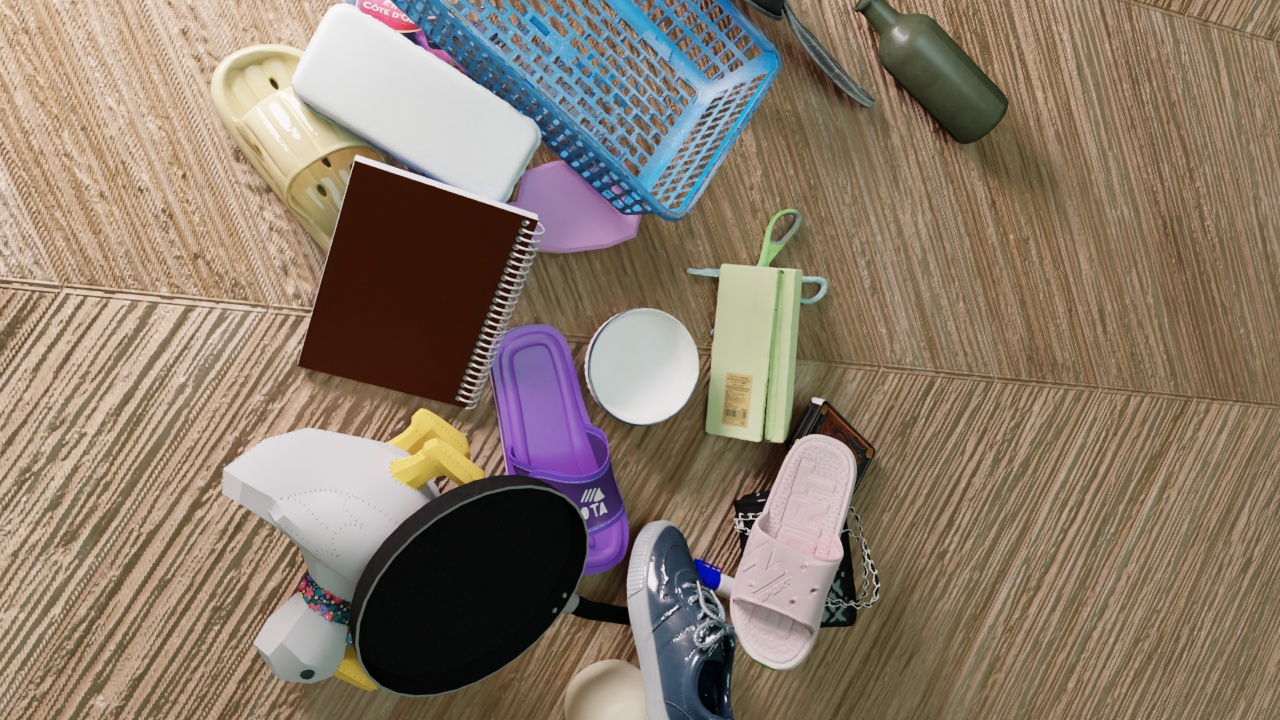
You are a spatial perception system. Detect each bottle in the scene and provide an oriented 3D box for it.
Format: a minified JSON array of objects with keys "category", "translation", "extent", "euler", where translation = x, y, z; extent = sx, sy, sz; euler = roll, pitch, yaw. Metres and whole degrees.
[{"category":"bottle","translation":[0.323,-0.336,1.036],"extent":[0.207,0.071,0.071],"euler":[38,80,-17]}]

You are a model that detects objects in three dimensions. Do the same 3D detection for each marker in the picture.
[{"category":"marker","translation":[0.113,0.255,1.011],"extent":[0.133,0.023,0.027],"euler":[27,76,-18]}]

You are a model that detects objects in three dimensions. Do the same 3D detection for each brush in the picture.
[{"category":"brush","translation":[-0.112,-0.145,0.899],"extent":[0.228,0.043,0.089],"euler":[-10,94,-21]}]

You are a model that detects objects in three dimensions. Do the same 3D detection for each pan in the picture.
[{"category":"pan","translation":[-0.108,0.219,0.858],"extent":[0.356,0.034,0.225],"euler":[27,99,-48]},{"category":"pan","translation":[0.137,-0.371,0.942],"extent":[0.356,0.187,0.055],"euler":[25,123,-31]}]

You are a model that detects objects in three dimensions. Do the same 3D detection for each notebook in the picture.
[{"category":"notebook","translation":[-0.200,-0.061,0.836],"extent":[0.171,0.022,0.210],"euler":[16,117,-19]}]

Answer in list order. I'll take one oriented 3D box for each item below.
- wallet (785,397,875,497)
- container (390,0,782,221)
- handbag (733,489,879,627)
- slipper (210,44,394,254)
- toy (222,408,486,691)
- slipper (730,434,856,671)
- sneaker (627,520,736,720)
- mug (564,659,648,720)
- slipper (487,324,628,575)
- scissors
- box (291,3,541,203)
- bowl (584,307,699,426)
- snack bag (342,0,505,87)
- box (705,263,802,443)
[{"category":"wallet","translation":[0.212,0.099,1.021],"extent":[0.123,0.019,0.072],"euler":[41,73,-36]},{"category":"container","translation":[-0.059,-0.317,0.864],"extent":[0.362,0.089,0.256],"euler":[41,60,-16]},{"category":"handbag","translation":[0.167,0.208,0.971],"extent":[0.125,0.115,0.153],"euler":[-1,82,-16]},{"category":"slipper","translation":[-0.276,-0.174,0.829],"extent":[0.111,0.079,0.261],"euler":[-37,104,-18]},{"category":"toy","translation":[-0.261,0.162,0.817],"extent":[0.267,0.141,0.246],"euler":[-45,118,-2]},{"category":"slipper","translation":[0.153,0.187,0.914],"extent":[0.094,0.064,0.239],"euler":[17,81,11]},{"category":"sneaker","translation":[0.049,0.265,0.908],"extent":[0.089,0.088,0.235],"euler":[27,47,-49]},{"category":"mug","translation":[-0.009,0.363,0.931],"extent":[0.120,0.100,0.096],"euler":[-11,96,-19]},{"category":"slipper","translation":[-0.077,0.095,0.905],"extent":[0.107,0.084,0.266],"euler":[-17,98,-18]},{"category":"scissors","translation":[0.136,-0.089,1.010],"extent":[0.160,0.025,0.171],"euler":[40,83,-23]},{"category":"box","translation":[-0.192,-0.217,0.799],"extent":[0.215,0.083,0.122],"euler":[27,60,-22]},{"category":"bowl","translation":[-0.006,0.005,0.938],"extent":[0.118,0.062,0.118],"euler":[-1,93,-19]},{"category":"snack bag","translation":[-0.205,-0.305,0.867],"extent":[0.155,0.018,0.074],"euler":[13,63,-20]},{"category":"box","translation":[0.134,-0.009,0.995],"extent":[0.083,0.092,0.188],"euler":[-4,103,-56]}]
